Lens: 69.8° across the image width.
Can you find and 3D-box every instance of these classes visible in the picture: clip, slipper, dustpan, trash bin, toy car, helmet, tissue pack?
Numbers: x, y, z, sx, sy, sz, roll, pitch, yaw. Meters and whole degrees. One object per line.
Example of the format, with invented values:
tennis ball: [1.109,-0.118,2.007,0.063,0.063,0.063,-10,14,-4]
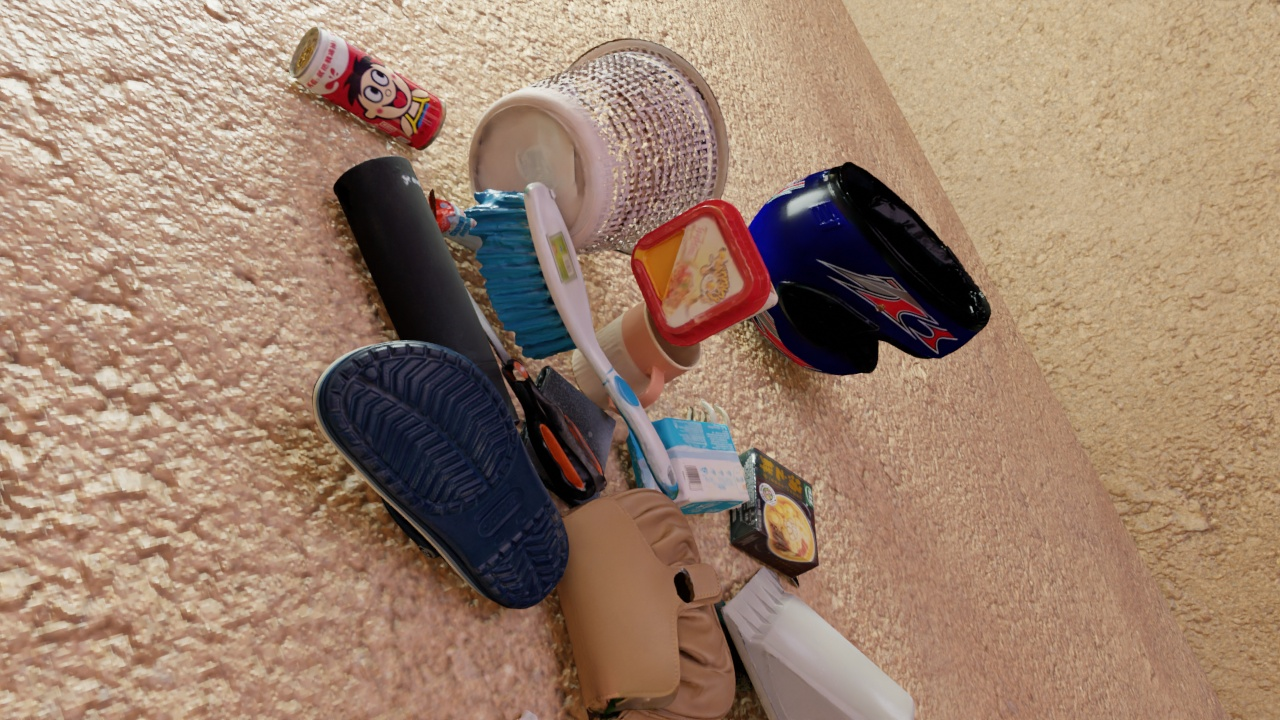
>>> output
clip: [0.082,0.093,1.017,0.034,0.075,0.100,19,45,-47]
slipper: [-0.139,0.081,0.669,0.104,0.095,0.253,-51,126,-27]
dustpan: [0.164,0.353,0.886,0.258,0.143,0.222,37,9,16]
trash bin: [-0.053,-0.194,0.902,0.227,0.228,0.191,59,36,-1]
toy car: [0.071,0.272,0.861,0.105,0.031,0.048,43,35,-26]
helmet: [0.275,-0.095,1.236,0.315,0.241,0.246,42,35,-7]
tissue pack: [0.046,0.110,0.931,0.139,0.063,0.090,9,58,-49]

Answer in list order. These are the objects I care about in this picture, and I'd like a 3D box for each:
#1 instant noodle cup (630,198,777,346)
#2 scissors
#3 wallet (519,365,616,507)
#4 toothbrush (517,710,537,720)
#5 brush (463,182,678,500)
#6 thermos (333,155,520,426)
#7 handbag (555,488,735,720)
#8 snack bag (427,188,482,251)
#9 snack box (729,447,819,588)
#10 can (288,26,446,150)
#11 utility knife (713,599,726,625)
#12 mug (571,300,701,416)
instant noodle cup: [0.070,-0.078,0.882,0.124,0.117,0.116,9,56,-66]
scissors: [-0.103,0.022,0.785,0.235,0.022,0.139,51,15,-13]
wallet: [-0.067,0.074,0.850,0.097,0.019,0.120,41,39,-27]
toothbrush: [-0.036,0.333,0.681,0.180,0.016,0.016,54,27,-6]
brush: [-0.058,-0.011,0.826,0.060,0.110,0.314,-39,114,-59]
thermos: [-0.175,-0.045,0.766,0.090,0.068,0.242,63,3,-83]
handbag: [0.003,0.204,0.760,0.147,0.100,0.204,9,54,-46]
snack bag: [-0.163,-0.123,0.870,0.105,0.026,0.045,26,33,-45]
snack box: [0.155,0.179,1.042,0.125,0.053,0.113,32,41,-28]
can: [-0.245,-0.245,0.833,0.132,0.053,0.053,25,45,-42]
utility knife: [0.071,0.238,0.905,0.219,0.013,0.029,52,33,-11]
mug: [-0.005,0.005,0.905,0.081,0.106,0.114,36,39,-32]
